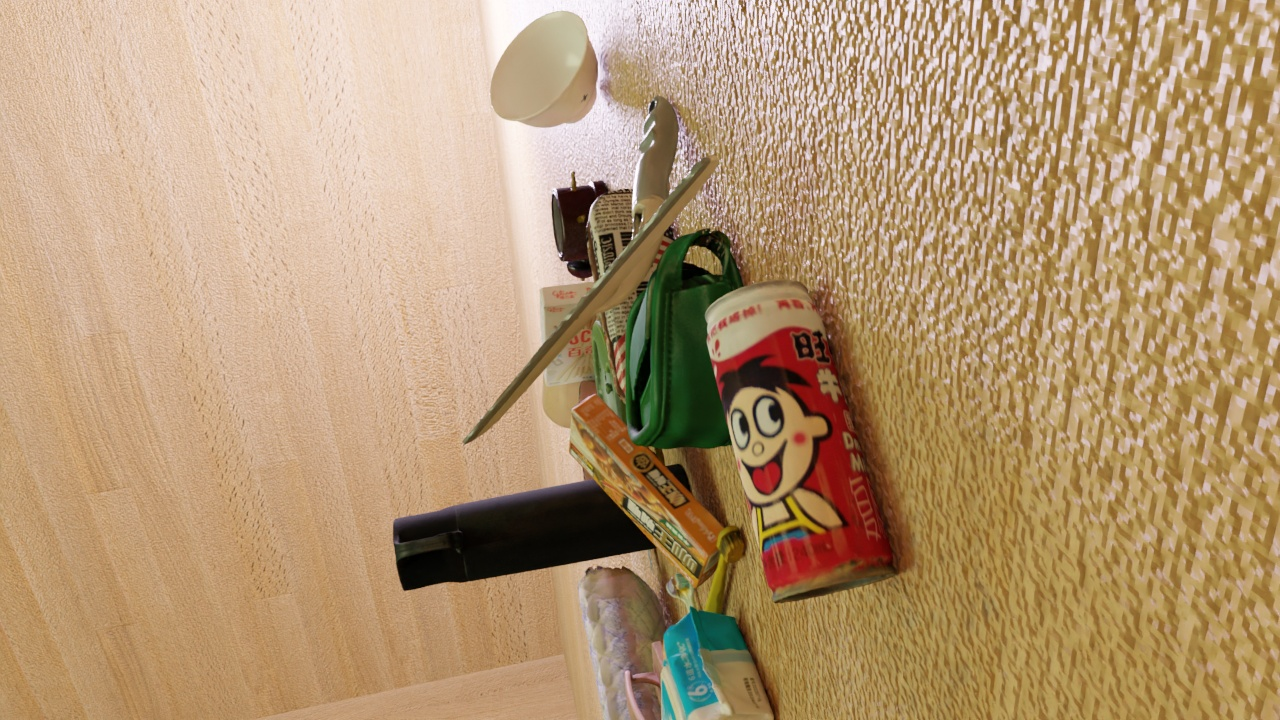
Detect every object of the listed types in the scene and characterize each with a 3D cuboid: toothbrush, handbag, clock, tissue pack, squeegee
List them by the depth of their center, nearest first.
[{"bbox_3d":[-0.002,-0.089,0.550,0.247,0.039,0.245,-46,19,41],"label":"squeegee"},{"bbox_3d":[0.030,-0.006,0.564,0.131,0.068,0.120,120,149,-76],"label":"handbag"},{"bbox_3d":[0.050,0.254,0.657,0.090,0.063,0.140,-112,16,-53],"label":"tissue pack"},{"bbox_3d":[0.058,0.178,0.683,0.190,0.015,0.016,93,158,-50],"label":"toothbrush"},{"bbox_3d":[0.058,0.261,0.752,0.020,0.029,0.189,30,-148,-44],"label":"toothbrush"},{"bbox_3d":[-0.005,0.004,0.764,0.116,0.056,0.161,-123,26,-65],"label":"clock"},{"bbox_3d":[-0.003,0.315,0.929,0.134,0.075,0.193,57,-168,-51],"label":"handbag"},{"bbox_3d":[-0.061,-0.135,0.951,0.122,0.055,0.082,106,153,-60],"label":"clock"}]

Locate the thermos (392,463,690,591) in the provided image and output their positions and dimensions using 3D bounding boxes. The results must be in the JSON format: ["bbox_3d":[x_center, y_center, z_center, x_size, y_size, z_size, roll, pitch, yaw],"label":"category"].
[{"bbox_3d":[-0.077,0.139,0.754,0.090,0.242,0.068,136,124,-77],"label":"thermos"}]

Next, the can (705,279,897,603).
[{"bbox_3d":[0.067,0.034,0.401,0.053,0.053,0.132,107,153,-68],"label":"can"}]

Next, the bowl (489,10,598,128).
[{"bbox_3d":[-0.080,-0.266,0.879,0.064,0.118,0.118,30,-143,-49],"label":"bowl"}]

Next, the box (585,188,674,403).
[{"bbox_3d":[0.004,-0.047,0.662,0.077,0.075,0.163,94,167,-79],"label":"box"}]

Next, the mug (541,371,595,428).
[{"bbox_3d":[-0.072,0.006,1.115,0.104,0.084,0.124,99,-174,-56],"label":"mug"}]

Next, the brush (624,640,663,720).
[{"bbox_3d":[0.033,0.309,0.780,0.145,0.073,0.063,-124,28,-64],"label":"brush"}]

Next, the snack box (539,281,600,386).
[{"bbox_3d":[-0.062,-0.027,0.971,0.157,0.084,0.026,98,162,-58],"label":"snack box"}]

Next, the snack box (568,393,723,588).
[{"bbox_3d":[0.003,0.099,0.702,0.154,0.026,0.075,45,154,21],"label":"snack box"}]

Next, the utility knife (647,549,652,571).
[{"bbox_3d":[0.000,0.140,0.991,0.031,0.019,0.177,118,137,-83],"label":"utility knife"}]

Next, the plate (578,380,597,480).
[{"bbox_3d":[-0.035,0.115,1.005,0.192,0.039,0.192,-3,-94,-88],"label":"plate"}]
